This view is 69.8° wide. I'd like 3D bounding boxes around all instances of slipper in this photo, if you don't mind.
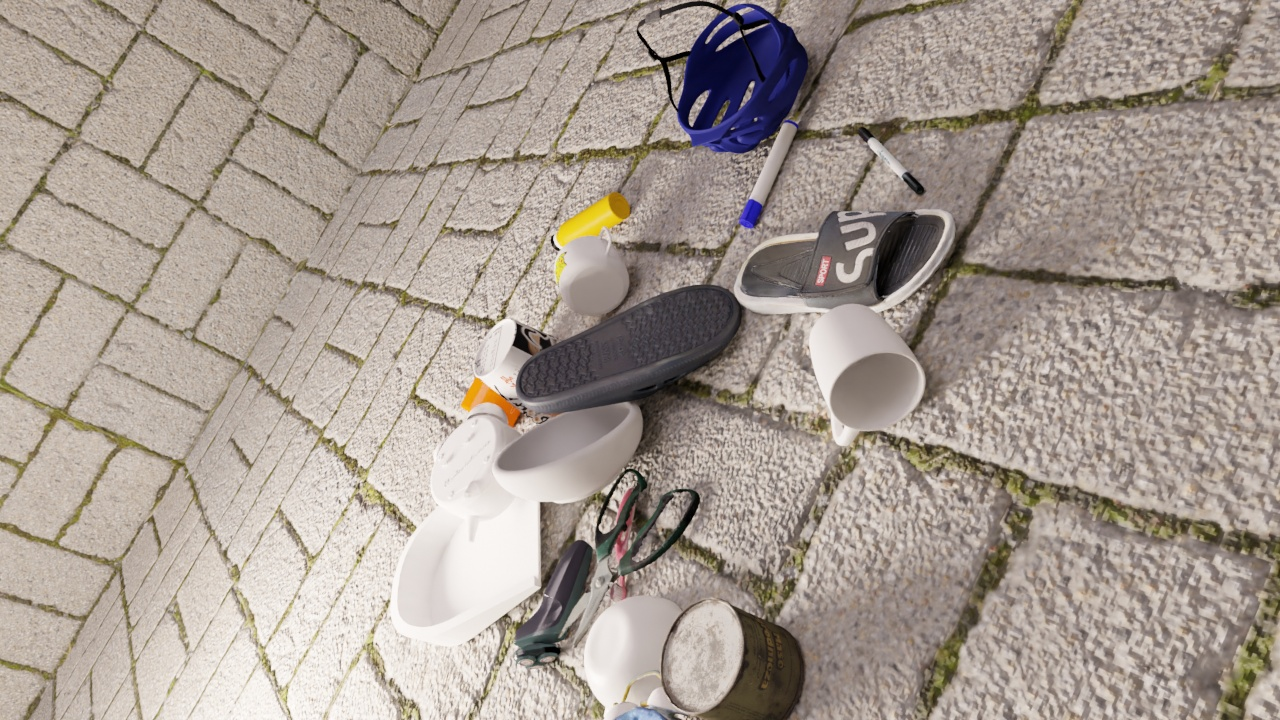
[{"bbox_3d":[-0.006,0.006,1.033,0.268,0.083,0.110,-21,44,7],"label":"slipper"},{"bbox_3d":[0.181,-0.100,0.903,0.264,0.063,0.111,0,62,57],"label":"slipper"}]

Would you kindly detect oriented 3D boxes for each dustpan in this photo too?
[{"bbox_3d":[-0.219,0.240,1.127,0.258,0.053,0.191,-41,38,33],"label":"dustpan"}]

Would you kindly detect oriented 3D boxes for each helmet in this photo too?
[{"bbox_3d":[0.096,-0.365,1.096,0.148,0.227,0.241,-7,53,41],"label":"helmet"}]

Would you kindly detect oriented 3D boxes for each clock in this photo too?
[{"bbox_3d":[0.009,0.320,0.757,0.089,0.052,0.125,-32,49,31],"label":"clock"},{"bbox_3d":[-0.203,0.127,1.123,0.125,0.073,0.161,-45,38,11],"label":"clock"}]

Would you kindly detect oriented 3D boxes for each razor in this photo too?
[{"bbox_3d":[-0.089,0.258,0.974,0.052,0.047,0.142,11,67,31],"label":"razor"}]

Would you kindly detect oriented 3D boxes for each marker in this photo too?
[{"bbox_3d":[0.152,-0.222,1.088,0.020,0.020,0.141,5,66,55],"label":"marker"},{"bbox_3d":[0.255,-0.208,0.944,0.011,0.011,0.152,-45,34,19],"label":"marker"}]

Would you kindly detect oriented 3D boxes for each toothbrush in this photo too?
[{"bbox_3d":[-0.018,0.191,0.957,0.022,0.016,0.134,-21,46,31],"label":"toothbrush"}]

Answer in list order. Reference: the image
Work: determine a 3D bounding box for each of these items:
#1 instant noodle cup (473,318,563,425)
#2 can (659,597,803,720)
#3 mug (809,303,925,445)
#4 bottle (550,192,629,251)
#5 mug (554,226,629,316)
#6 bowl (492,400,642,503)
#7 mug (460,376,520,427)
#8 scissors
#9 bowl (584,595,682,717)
[{"bbox_3d":[-0.140,0.012,1.182,0.124,0.121,0.123,-34,38,32],"label":"instant noodle cup"},{"bbox_3d":[0.073,0.244,0.731,0.090,0.074,0.089,-34,39,34],"label":"can"},{"bbox_3d":[0.185,0.016,0.792,0.087,0.081,0.114,-101,21,-56],"label":"mug"},{"bbox_3d":[-0.079,-0.201,1.364,0.144,0.043,0.043,-23,45,42],"label":"bottle"},{"bbox_3d":[-0.061,-0.120,1.210,0.068,0.094,0.116,-112,38,-52],"label":"mug"},{"bbox_3d":[-0.072,0.111,1.023,0.177,0.066,0.176,-22,14,5],"label":"bowl"},{"bbox_3d":[-0.195,0.041,1.290,0.096,0.077,0.113,-63,4,-10],"label":"mug"},{"bbox_3d":[-0.010,0.201,0.916,0.137,0.015,0.209,-2,55,42],"label":"scissors"},{"bbox_3d":[-0.012,0.268,0.847,0.115,0.050,0.114,-34,38,32],"label":"bowl"}]
